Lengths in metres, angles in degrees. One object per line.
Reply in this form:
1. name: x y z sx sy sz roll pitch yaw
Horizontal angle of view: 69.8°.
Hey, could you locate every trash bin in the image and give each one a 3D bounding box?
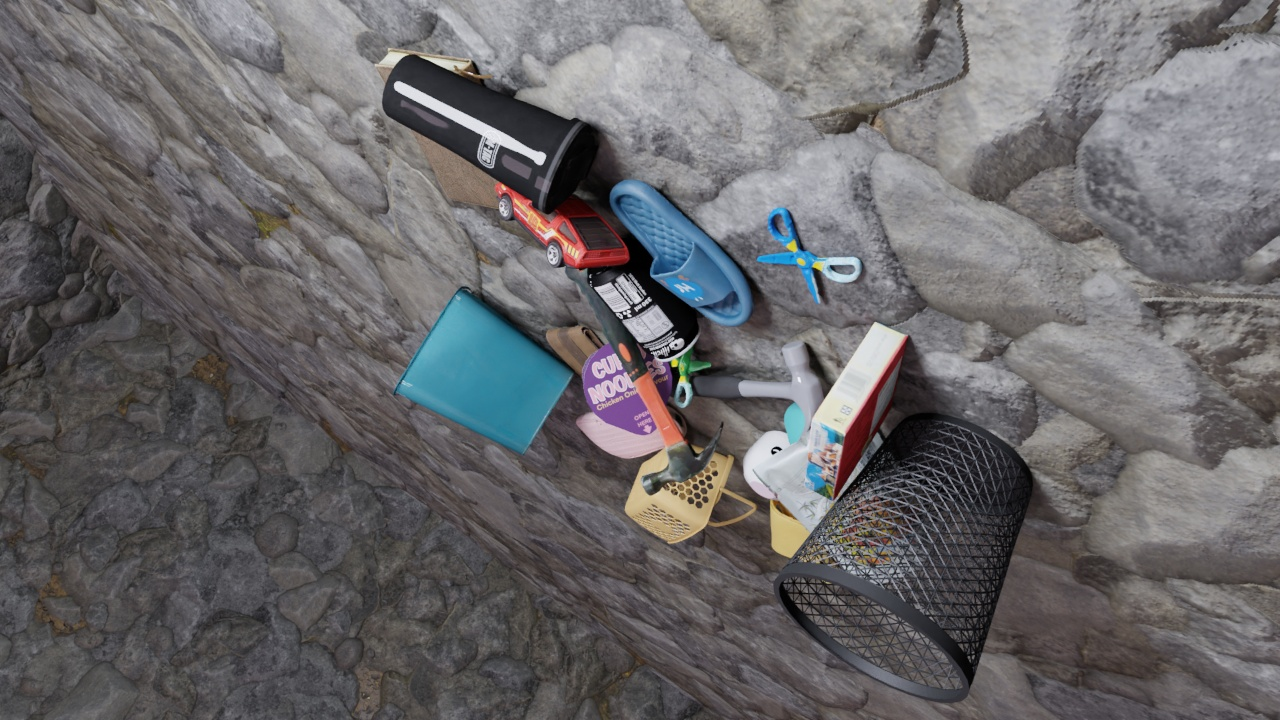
1. trash bin: -0.235 0.024 1.446 0.218 0.199 0.196 32 180 -4
2. trash bin: 0.300 0.201 1.001 0.217 0.242 0.217 30 154 16

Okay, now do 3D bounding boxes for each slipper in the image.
1. slipper: -0.013 0.107 1.469 0.222 0.055 0.107 -13 127 45
2. slipper: 0.039 -0.113 1.035 0.213 0.059 0.104 46 156 -13
3. slipper: 0.251 0.273 1.379 0.100 0.078 0.263 15 147 36

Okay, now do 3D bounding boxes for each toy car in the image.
1. toy car: -0.093 -0.160 1.058 0.189 0.081 0.056 42 127 37

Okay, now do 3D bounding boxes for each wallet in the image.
1. wallet: -0.080 -0.006 1.404 0.099 0.026 0.121 -3 133 52

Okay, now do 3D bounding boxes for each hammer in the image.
1. hammer: -0.007 0.007 1.198 0.333 0.133 0.033 62 -166 -6
2. hammer: 0.121 0.039 1.185 0.311 0.029 0.125 0 113 58

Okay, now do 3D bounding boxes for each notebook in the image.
1. notebook: -0.208 -0.274 1.114 0.190 0.034 0.216 18 148 33

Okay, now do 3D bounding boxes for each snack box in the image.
1. snack box: 0.227 0.056 0.974 0.040 0.142 0.145 26 152 23

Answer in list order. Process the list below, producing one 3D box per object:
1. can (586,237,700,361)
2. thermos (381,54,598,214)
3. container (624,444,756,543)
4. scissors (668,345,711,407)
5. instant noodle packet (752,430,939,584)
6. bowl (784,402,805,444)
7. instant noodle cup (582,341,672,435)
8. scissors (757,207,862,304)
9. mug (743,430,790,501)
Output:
1. can: 0.005 -0.073 1.114 0.080 0.080 0.146 1 138 52
2. thermos: -0.163 -0.247 0.984 0.218 0.105 0.106 27 154 3
3. container: 0.082 0.220 1.444 0.167 0.129 0.184 26 155 -8
4. scissors: 0.061 0.017 1.225 0.130 0.012 0.117 -2 102 61
5. instant noodle packet: 0.264 0.172 1.125 0.269 0.147 0.057 49 -178 -31
6. bowl: 0.226 0.108 1.147 0.121 0.046 0.121 24 141 20
7. instant noodle cup: -0.028 0.033 1.287 0.137 0.121 0.122 67 169 -10
8. scissors: 0.169 -0.105 0.936 0.130 0.013 0.125 17 146 42
9. mug: 0.199 0.158 1.254 0.124 0.076 0.090 36 155 5
